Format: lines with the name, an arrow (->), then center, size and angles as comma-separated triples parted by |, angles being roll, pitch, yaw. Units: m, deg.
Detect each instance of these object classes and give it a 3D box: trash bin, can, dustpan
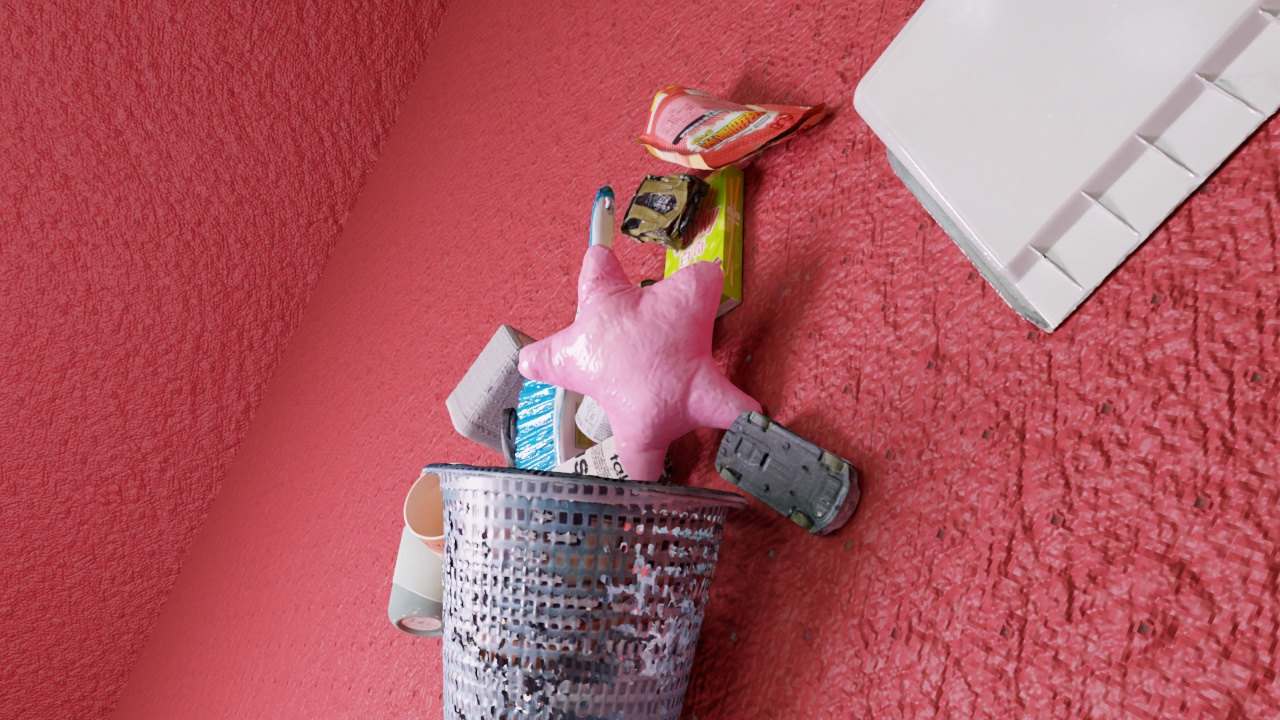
trash bin -> -0.048, 0.179, 0.630 | 0.227, 0.226, 0.195 | -8, 74, 57
can -> -0.005, 0.005, 0.805 | 0.147, 0.058, 0.058 | -64, 26, 25
dustpan -> 0.261, -0.177, 0.587 | 0.223, 0.142, 0.257 | -51, 60, 22

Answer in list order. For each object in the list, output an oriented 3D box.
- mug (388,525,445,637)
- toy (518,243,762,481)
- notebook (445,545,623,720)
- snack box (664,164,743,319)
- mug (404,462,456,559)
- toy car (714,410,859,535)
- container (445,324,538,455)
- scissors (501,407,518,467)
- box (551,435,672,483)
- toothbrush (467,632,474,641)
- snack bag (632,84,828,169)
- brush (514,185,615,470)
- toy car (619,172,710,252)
mug -> -0.210, 0.231, 0.978 | 0.112, 0.082, 0.106 | -17, 49, 23
toy -> 0.013, -0.003, 0.717 | 0.179, 0.194, 0.074 | -51, -13, 12
notebook -> -0.099, 0.247, 0.795 | 0.146, 0.010, 0.205 | -15, 41, 54
snack box -> 0.058, -0.102, 0.847 | 0.086, 0.026, 0.156 | -32, 41, 44
mug -> -0.180, 0.156, 0.918 | 0.081, 0.106, 0.114 | -38, 49, -11
toy car -> 0.100, 0.076, 0.625 | 0.121, 0.036, 0.054 | 29, 92, 52
container -> -0.142, 0.033, 1.011 | 0.114, 0.090, 0.090 | -56, 30, 8
scissors -> -0.123, 0.130, 0.918 | 0.177, 0.014, 0.159 | -77, -21, -72
box -> -0.039, 0.108, 0.795 | 0.165, 0.070, 0.055 | -35, 5, 38
toothbrush -> -0.116, 0.207, 0.857 | 0.189, 0.014, 0.017 | -50, 30, 1
snack bag -> 0.071, -0.216, 0.856 | 0.128, 0.073, 0.208 | -24, 25, -12
brush -> -0.067, -0.013, 0.906 | 0.110, 0.060, 0.314 | -15, 69, 46
toy car -> 0.016, -0.146, 0.885 | 0.070, 0.042, 0.158 | -65, 23, -1
